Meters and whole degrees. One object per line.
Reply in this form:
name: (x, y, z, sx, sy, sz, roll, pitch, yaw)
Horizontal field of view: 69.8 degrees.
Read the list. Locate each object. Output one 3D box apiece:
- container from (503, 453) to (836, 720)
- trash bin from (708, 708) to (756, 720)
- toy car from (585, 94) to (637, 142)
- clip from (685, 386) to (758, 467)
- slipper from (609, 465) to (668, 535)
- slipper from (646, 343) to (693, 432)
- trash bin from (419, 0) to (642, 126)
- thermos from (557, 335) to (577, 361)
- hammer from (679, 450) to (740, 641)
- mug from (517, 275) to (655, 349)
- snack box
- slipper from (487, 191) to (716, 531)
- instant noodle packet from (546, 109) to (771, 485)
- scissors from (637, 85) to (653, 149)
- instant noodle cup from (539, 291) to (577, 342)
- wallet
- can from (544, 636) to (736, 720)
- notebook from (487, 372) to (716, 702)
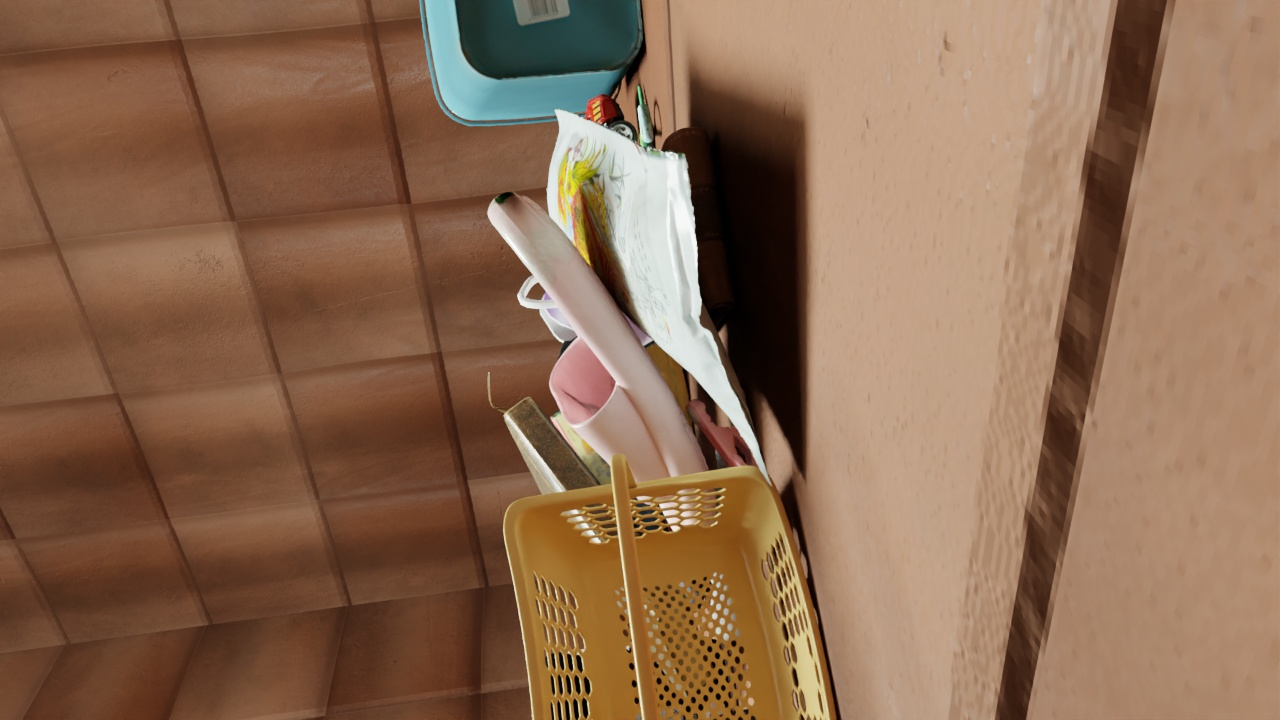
container: (0.015, 0.142, 0.390, 0.167, 0.129, 0.183, 74, -173, -69)
trash bin: (-0.031, 0.323, 0.510, 0.217, 0.243, 0.217, 171, 92, -86)
toy car: (-0.020, -0.148, 0.859, 0.081, 0.056, 0.189, -48, -52, -86)
clip: (0.051, 0.037, 0.486, 0.058, 0.049, 0.023, 37, 162, 17)
slipper: (0.001, 0.048, 0.656, 0.103, 0.059, 0.214, -104, 2, -61)
slipper: (-0.005, 0.005, 0.782, 0.099, 0.078, 0.263, -113, 15, -87)
trash bin: (-0.097, -0.322, 0.829, 0.218, 0.199, 0.197, -138, 40, -74)
thermos: (-0.019, 0.072, 0.980, 0.105, 0.106, 0.219, -102, 2, -52)
hammer: (0.045, 0.146, 0.673, 0.311, 0.029, 0.125, 93, 168, -71)
mug: (-0.030, -0.056, 0.691, 0.076, 0.124, 0.090, -85, -7, -53)
snack box: (-0.014, 0.113, 0.818, 0.142, 0.040, 0.145, 57, 179, 18)
slipper: (-0.022, 0.009, 0.499, 0.221, 0.055, 0.107, 61, 175, -21)
instant noodle packet: (-0.002, -0.053, 0.476, 0.269, 0.057, 0.147, -123, 10, -66)
scissors: (0.004, -0.191, 0.769, 0.117, 0.012, 0.129, 83, 179, -63)
instant noodle cup: (-0.049, -0.102, 0.991, 0.136, 0.122, 0.122, -57, -20, -52)
wallet: (0.030, -0.068, 0.533, 0.121, 0.027, 0.098, 112, 148, -80)
can: (-0.004, 0.259, 0.709, 0.080, 0.146, 0.080, 171, 92, -86)
notebook: (-0.029, 0.122, 0.660, 0.215, 0.034, 0.190, 47, 164, 38)
